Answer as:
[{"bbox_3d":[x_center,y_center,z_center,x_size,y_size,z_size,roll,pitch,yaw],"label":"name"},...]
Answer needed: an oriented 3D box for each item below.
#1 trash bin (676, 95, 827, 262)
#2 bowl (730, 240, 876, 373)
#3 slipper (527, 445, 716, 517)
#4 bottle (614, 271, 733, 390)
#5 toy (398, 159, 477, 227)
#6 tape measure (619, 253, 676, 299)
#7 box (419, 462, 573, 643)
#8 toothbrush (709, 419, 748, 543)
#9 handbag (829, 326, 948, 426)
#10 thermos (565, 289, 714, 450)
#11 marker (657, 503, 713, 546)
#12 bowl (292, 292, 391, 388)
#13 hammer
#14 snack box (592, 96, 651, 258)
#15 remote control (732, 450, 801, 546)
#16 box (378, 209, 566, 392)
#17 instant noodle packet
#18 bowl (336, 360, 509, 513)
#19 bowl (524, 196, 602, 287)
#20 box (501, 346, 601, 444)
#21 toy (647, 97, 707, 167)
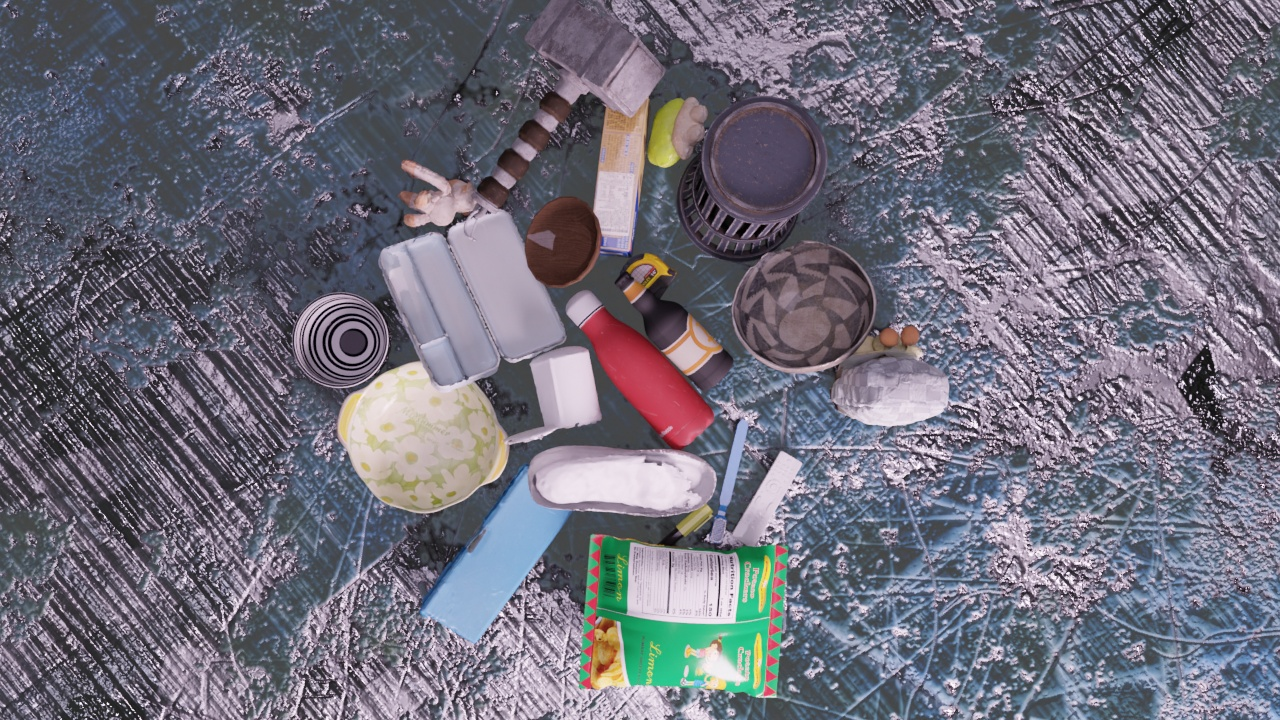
[{"bbox_3d":[0.133,-0.218,1.111,0.164,0.227,0.164,0,88,-1],"label":"trash bin"},{"bbox_3d":[0.210,-0.055,1.173,0.179,0.081,0.178,-7,65,14],"label":"bowl"},{"bbox_3d":[-0.022,0.152,1.163,0.246,0.074,0.112,4,121,-16],"label":"slipper"},{"bbox_3d":[0.038,-0.043,1.173,0.181,0.059,0.059,45,88,-10],"label":"bottle"},{"bbox_3d":[-0.255,-0.215,1.183,0.105,0.085,0.074,-3,54,-20],"label":"toy"},{"bbox_3d":[0.006,-0.108,1.200,0.064,0.037,0.066,33,101,-5],"label":"tape measure"},{"bbox_3d":[-0.183,0.247,1.190,0.093,0.052,0.231,36,88,-16],"label":"box"},{"bbox_3d":[0.117,0.159,1.206,0.016,0.014,0.166,14,87,-1],"label":"toothbrush"},{"bbox_3d":[0.311,0.020,1.135,0.112,0.171,0.123,4,88,-1],"label":"handbag"},{"bbox_3d":[-0.007,0.007,1.179,0.073,0.073,0.240,-42,89,-2],"label":"thermos"},{"bbox_3d":[0.044,0.233,1.201,0.124,0.017,0.021,-41,89,-1],"label":"marker"},{"bbox_3d":[-0.376,-0.024,1.176,0.120,0.066,0.120,0,88,-1],"label":"bowl"},{"bbox_3d":[-0.129,-0.292,1.160,0.177,0.079,0.326,42,97,34],"label":"hammer"},{"bbox_3d":[-0.026,-0.239,1.196,0.056,0.057,0.206,7,88,3],"label":"snack box"},{"bbox_3d":[0.166,0.182,1.207,0.033,0.012,0.131,31,88,-2],"label":"remote control"},{"bbox_3d":[-0.214,-0.081,1.173,0.188,0.037,0.208,-24,79,-21],"label":"box"},{"bbox_3d":[0.055,0.324,1.160,0.252,0.090,0.195,4,91,-5],"label":"instant noodle packet"},{"bbox_3d":[-0.274,0.097,1.179,0.219,0.060,0.188,15,87,-1],"label":"bowl"},{"bbox_3d":[-0.092,-0.148,1.163,0.118,0.030,0.117,-4,82,32],"label":"bowl"},{"bbox_3d":[-0.118,0.042,1.148,0.080,0.150,0.106,-13,90,38],"label":"box"},{"bbox_3d":[0.049,-0.294,1.176,0.046,0.115,0.092,15,85,-30],"label":"toy"}]
